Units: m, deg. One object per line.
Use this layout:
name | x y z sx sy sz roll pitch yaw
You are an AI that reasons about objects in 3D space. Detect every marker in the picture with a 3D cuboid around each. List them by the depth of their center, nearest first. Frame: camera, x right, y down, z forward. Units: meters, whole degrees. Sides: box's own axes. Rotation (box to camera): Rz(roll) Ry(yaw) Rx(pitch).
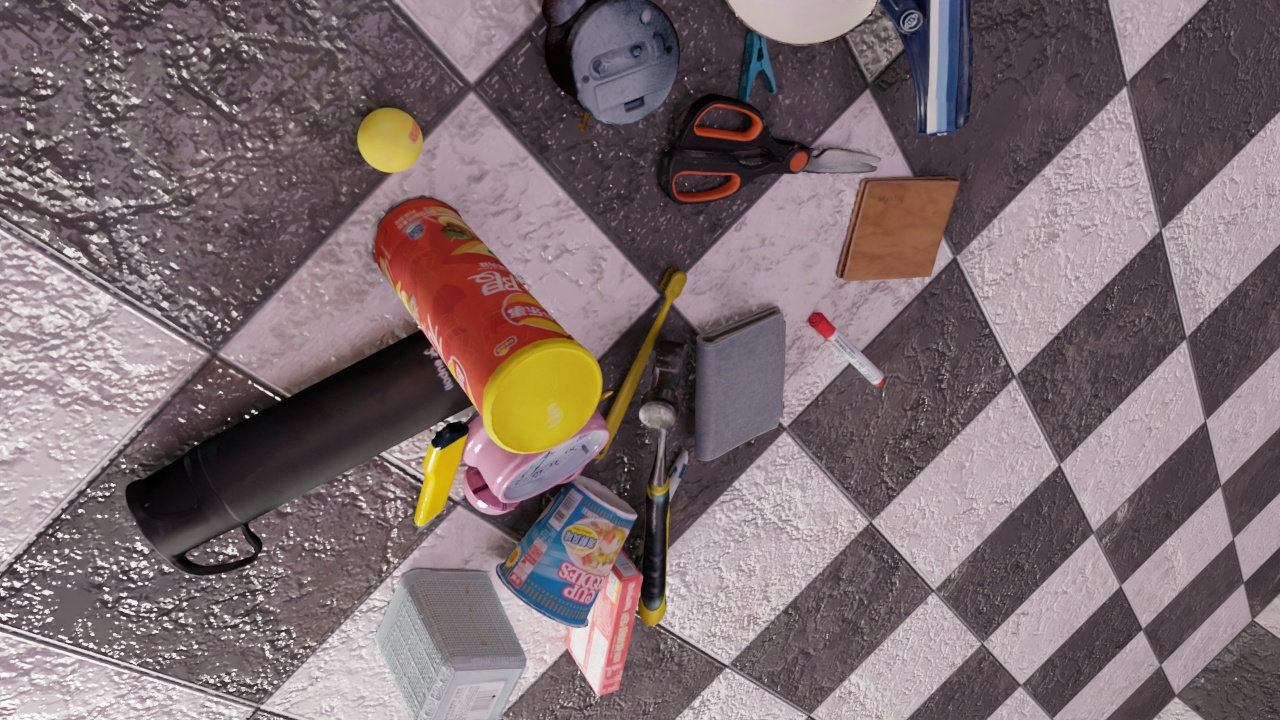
marker | 0.212 -0.009 0.930 0.017 0.017 0.145 -50 133 5

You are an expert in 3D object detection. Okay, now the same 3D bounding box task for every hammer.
hammer | 0.018 0.121 0.833 0.032 0.125 0.324 7 128 7

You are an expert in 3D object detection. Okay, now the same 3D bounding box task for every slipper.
slipper | 0.203 -0.295 0.688 0.095 0.104 0.253 -4 115 18

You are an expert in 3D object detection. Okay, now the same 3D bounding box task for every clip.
clip | 0.090 -0.227 0.708 0.034 0.013 0.055 -27 130 -17

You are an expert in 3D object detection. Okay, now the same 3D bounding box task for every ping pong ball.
ping pong ball | -0.159 -0.140 0.585 0.040 0.040 0.040 -17 127 -24

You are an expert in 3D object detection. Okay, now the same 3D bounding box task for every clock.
clock | -0.022 -0.217 0.614 0.082 0.055 0.122 -24 129 -17
clock | -0.087 0.071 0.739 0.117 0.060 0.159 -24 161 -31

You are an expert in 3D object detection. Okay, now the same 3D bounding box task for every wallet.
wallet | 0.093 0.019 0.856 0.106 0.037 0.130 -23 128 -30
wallet | 0.245 -0.125 0.874 0.115 0.020 0.101 -7 122 -26

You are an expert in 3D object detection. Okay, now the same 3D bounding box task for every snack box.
snack box | -0.038 0.246 0.897 0.025 0.075 0.153 -8 123 -31

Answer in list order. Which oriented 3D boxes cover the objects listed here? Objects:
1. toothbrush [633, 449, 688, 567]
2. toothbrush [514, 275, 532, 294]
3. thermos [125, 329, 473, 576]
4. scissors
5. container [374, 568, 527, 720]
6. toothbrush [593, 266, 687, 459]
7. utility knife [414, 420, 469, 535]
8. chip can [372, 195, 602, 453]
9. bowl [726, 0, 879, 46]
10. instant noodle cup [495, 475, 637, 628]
toothbrush | 0.007 0.169 0.916 0.018 0.016 0.192 12 113 -26
toothbrush | -0.066 0.001 0.755 0.016 0.016 0.180 -31 132 -7
thermos | -0.226 0.063 0.654 0.242 0.068 0.090 -30 103 -12
scissors | 0.111 -0.159 0.768 0.234 0.021 0.139 18 116 -44
container | -0.163 0.252 0.795 0.089 0.111 0.090 12 112 -37
toothbrush | -0.005 0.005 0.800 0.015 0.016 0.190 8 116 -37
utility knife | -0.161 0.095 0.718 0.033 0.015 0.177 -29 160 -35
chip can | -0.103 -0.031 0.575 0.073 0.216 0.073 -17 129 -23
bowl | 0.115 -0.287 0.635 0.116 0.117 0.066 57 38 -42
instant noodle cup | -0.061 0.165 0.823 0.099 0.099 0.110 30 93 -42
